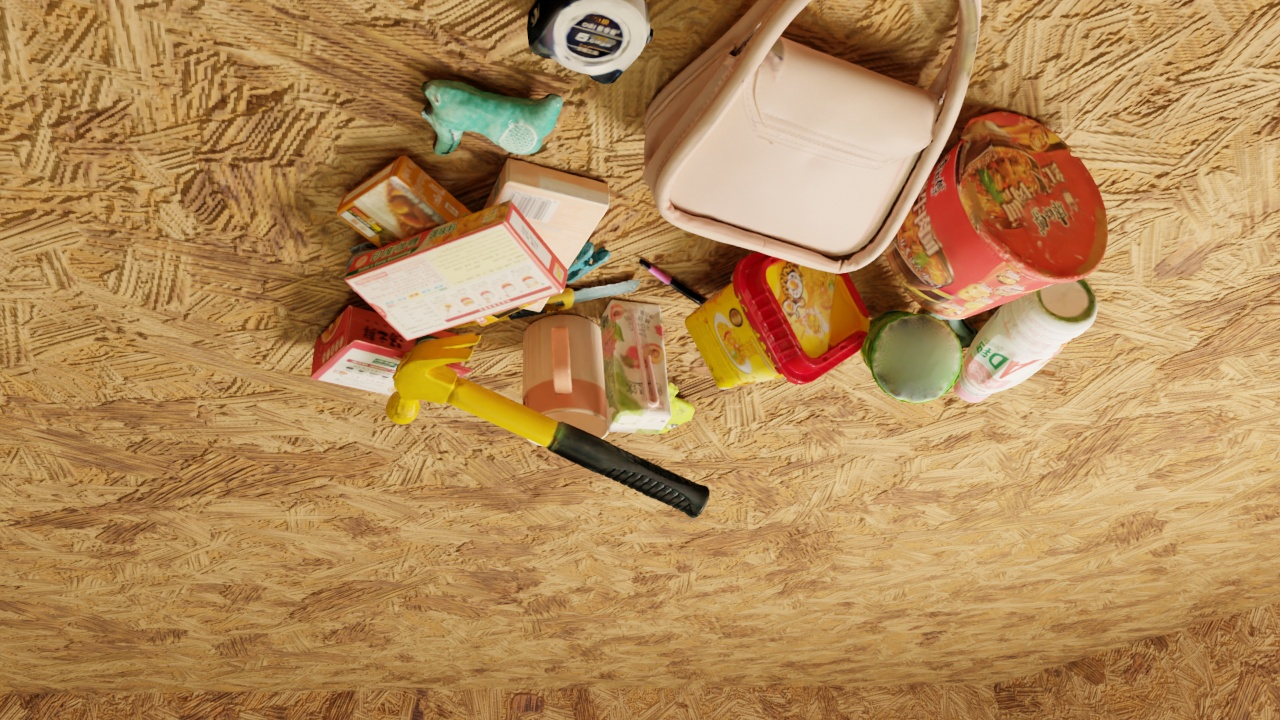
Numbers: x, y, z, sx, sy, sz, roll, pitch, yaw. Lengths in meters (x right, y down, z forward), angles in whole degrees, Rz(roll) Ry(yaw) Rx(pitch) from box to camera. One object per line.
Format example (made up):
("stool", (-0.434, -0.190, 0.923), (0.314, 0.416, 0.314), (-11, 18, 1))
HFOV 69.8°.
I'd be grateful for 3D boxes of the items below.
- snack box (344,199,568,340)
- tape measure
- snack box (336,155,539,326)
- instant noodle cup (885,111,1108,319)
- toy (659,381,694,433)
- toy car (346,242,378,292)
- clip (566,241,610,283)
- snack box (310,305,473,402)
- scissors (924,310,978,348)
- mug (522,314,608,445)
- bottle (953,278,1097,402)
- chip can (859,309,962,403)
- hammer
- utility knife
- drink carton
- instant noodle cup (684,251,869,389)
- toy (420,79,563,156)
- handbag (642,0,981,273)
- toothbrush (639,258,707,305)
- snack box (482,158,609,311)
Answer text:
("snack box", (-0.141, -0.064, 0.696), (0.156, 0.027, 0.077), (-14, 135, 27))
("tape measure", (-0.028, -0.206, 0.558), (0.065, 0.033, 0.066), (15, 148, -35))
("snack box", (-0.152, -0.088, 0.716), (0.075, 0.026, 0.153), (-20, 133, 37))
("instant noodle cup", (0.264, -0.100, 0.700), (0.137, 0.137, 0.109), (8, 157, -21))
("toy", (0.015, 0.051, 1.030), (0.096, 0.031, 0.100), (-1, 146, -8))
("toy car", (-0.203, -0.066, 0.783), (0.054, 0.036, 0.120), (-7, 161, 11))
("clip", (-0.051, -0.084, 0.796), (0.047, 0.014, 0.057), (20, 143, -41))
("snack box", (-0.232, -0.006, 0.857), (0.113, 0.044, 0.127), (16, 155, -32))
("scissors", (0.317, -0.051, 0.905), (0.176, 0.019, 0.172), (11, 148, -28))
("mug", (-0.073, 0.013, 0.870), (0.081, 0.105, 0.115), (-4, 151, -2))
("bottle", (0.363, -0.015, 0.895), (0.068, 0.068, 0.197), (-1, 155, -7))
("chip can", (0.234, -0.008, 0.810), (0.073, 0.072, 0.221), (-12, -179, 12))
("hammer", (-0.076, 0.067, 0.815), (0.300, 0.032, 0.129), (26, 137, -11))
("utility knife", (-0.103, -0.051, 0.844), (0.216, 0.015, 0.033), (-10, 154, 9))
("drink carton", (-0.005, 0.005, 0.850), (0.053, 0.122, 0.046), (6, 148, -17))
("instant noodle cup", (0.112, -0.034, 0.798), (0.116, 0.116, 0.124), (-29, -178, -36))
("toy", (-0.108, -0.164, 0.629), (0.092, 0.030, 0.097), (13, 154, -20))
("handbag", (0.125, -0.175, 0.606), (0.193, 0.093, 0.235), (10, 140, -24))
("toothbrush", (0.061, -0.056, 0.864), (0.018, 0.014, 0.189), (-33, 141, 25))
("snack box", (-0.094, -0.097, 0.750), (0.084, 0.026, 0.158), (11, 147, -24))
